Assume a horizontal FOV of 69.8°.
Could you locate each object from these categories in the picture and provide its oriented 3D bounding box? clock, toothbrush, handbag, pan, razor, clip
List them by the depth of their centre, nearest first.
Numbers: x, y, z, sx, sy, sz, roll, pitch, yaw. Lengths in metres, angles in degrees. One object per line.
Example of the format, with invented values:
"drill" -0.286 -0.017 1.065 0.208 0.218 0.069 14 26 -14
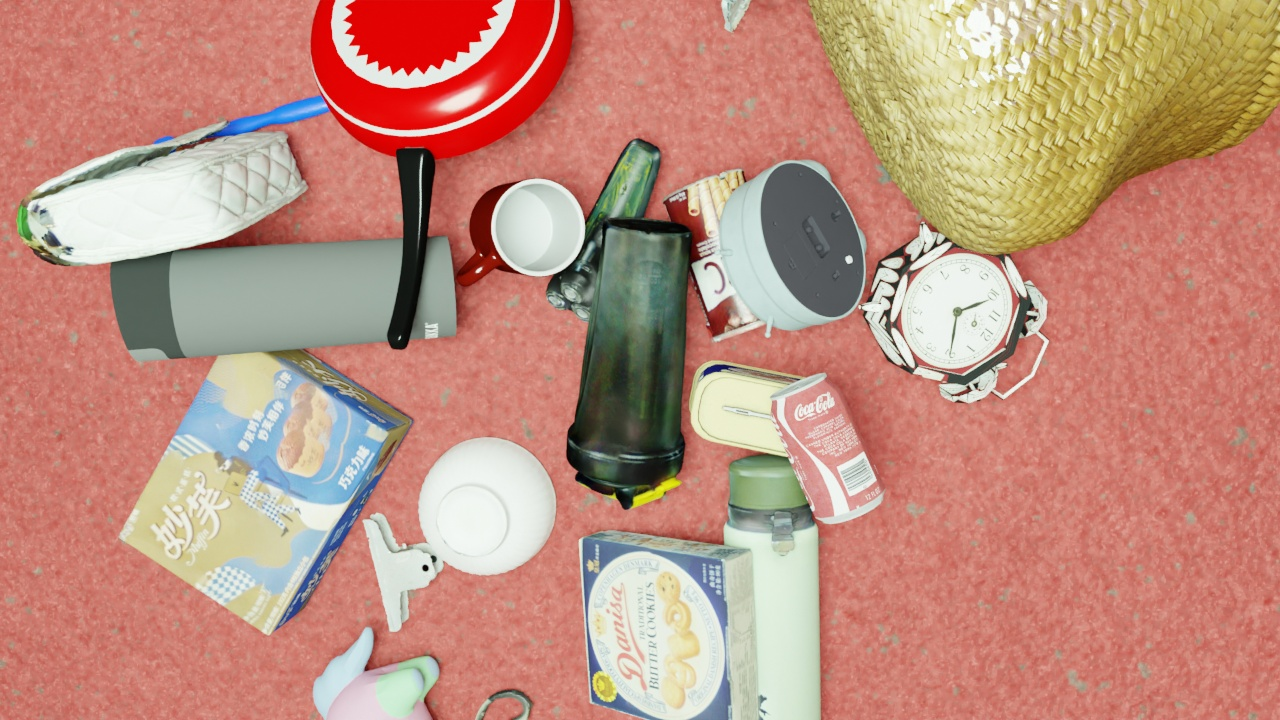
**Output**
"pan" -0.164 -0.186 0.694 0.209 0.067 0.355 2 73 11
"clock" 0.121 -0.091 0.695 0.045 0.158 0.122 -20 109 45
"handbag" -0.352 -0.134 0.697 0.139 0.194 0.072 -10 111 5
"clock" 0.248 -0.032 0.717 0.154 0.065 0.115 34 96 -14
"razor" -0.026 -0.104 0.733 0.054 0.067 0.151 26 103 4
"toothbrush" -0.331 -0.202 0.784 0.182 0.018 0.016 -14 88 3
"clip" -0.203 0.180 0.788 0.059 0.050 0.102 -12 94 18

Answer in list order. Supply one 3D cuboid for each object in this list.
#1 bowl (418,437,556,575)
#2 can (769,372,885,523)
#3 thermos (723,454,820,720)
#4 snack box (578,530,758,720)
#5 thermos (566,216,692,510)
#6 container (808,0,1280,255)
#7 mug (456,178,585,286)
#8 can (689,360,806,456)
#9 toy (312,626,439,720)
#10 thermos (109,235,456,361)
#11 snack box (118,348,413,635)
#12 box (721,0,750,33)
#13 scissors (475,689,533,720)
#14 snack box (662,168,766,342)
"bowl" -0.133 0.127 0.766 0.118 0.062 0.118 0 94 5
"can" 0.130 0.061 0.647 0.054 0.054 0.096 -24 92 6
"thermos" 0.107 0.192 0.739 0.082 0.082 0.231 -1 94 5
"snack box" 0.021 0.216 0.735 0.145 0.042 0.144 0 95 37
"thermos" -0.004 0.004 0.712 0.098 0.098 0.221 8 107 4
"container" 0.233 -0.227 0.591 0.197 0.306 0.307 -26 92 10
"mug" -0.103 -0.094 0.719 0.105 0.082 0.073 -41 110 -12
"can" 0.096 0.038 0.723 0.116 0.092 0.056 11 95 4
"toy" -0.230 0.349 0.773 0.171 0.120 0.222 -27 84 4
"thermos" -0.270 -0.050 0.714 0.240 0.082 0.082 -5 94 -15
"snack box" -0.314 0.099 0.776 0.155 0.069 0.203 32 96 3
"box" 0.113 -0.347 0.670 0.041 0.134 0.197 31 96 -6
"scissors" -0.158 0.345 0.812 0.171 0.012 0.121 -8 94 10
"snack box" 0.070 -0.082 0.727 0.072 0.072 0.121 -20 92 6
